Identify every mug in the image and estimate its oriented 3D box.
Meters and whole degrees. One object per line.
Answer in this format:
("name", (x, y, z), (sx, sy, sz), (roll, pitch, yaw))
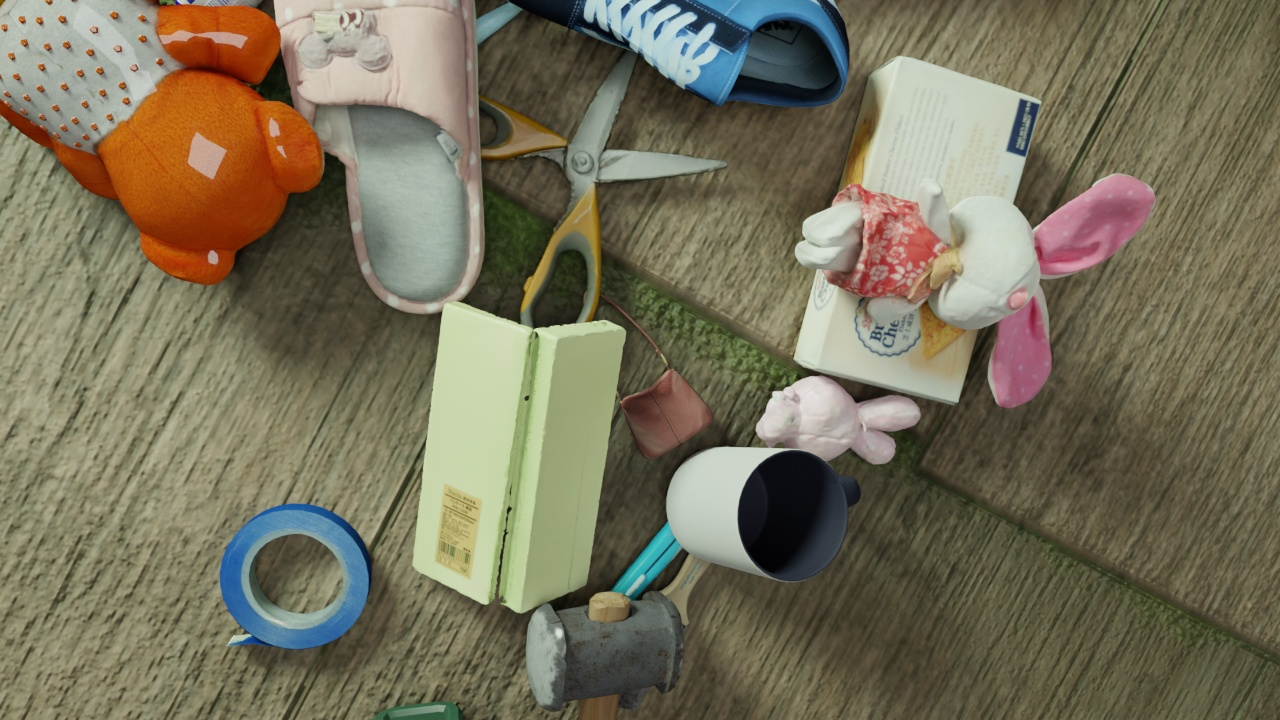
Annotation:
("mug", (0.087, 0.093, 0.594), (0.111, 0.097, 0.078), (-10, 90, -24))

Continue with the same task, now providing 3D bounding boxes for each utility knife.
("utility knife", (-0.013, 0.165, 0.635), (0.022, 0.015, 0.162), (39, 92, -20))

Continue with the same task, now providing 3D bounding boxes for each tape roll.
("tape roll", (-0.223, 0.140, 0.597), (0.091, 0.016, 0.093), (1, 96, -9))

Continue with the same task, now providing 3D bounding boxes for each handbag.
("handbag", (-0.004, 0.004, 0.614), (0.055, 0.029, 0.119), (-32, 95, -2))

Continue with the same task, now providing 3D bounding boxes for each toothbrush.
("toothbrush", (-0.089, -0.217, 0.578), (0.155, 0.016, 0.022), (-35, 92, -4))

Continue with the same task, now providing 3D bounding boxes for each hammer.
("hammer", (-0.035, 0.308, 0.618), (0.098, 0.052, 0.329), (0, 105, -25))

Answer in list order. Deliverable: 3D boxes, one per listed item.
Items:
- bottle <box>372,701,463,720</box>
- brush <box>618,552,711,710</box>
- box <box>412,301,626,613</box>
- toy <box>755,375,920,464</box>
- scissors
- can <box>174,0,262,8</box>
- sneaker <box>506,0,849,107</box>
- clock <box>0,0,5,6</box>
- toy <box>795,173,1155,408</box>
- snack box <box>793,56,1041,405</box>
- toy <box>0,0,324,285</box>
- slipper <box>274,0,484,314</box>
("bottle", (-0.144, 0.301, 0.604), (0.061, 0.061, 0.131), (-3, 97, -11))
("brush", (0.016, 0.178, 0.640), (0.039, 0.012, 0.151), (30, 91, -12))
("box", (-0.076, 0.064, 0.575), (0.127, 0.066, 0.188), (9, 106, -8))
("toy", (0.132, 0.042, 0.625), (0.110, 0.047, 0.064), (11, 125, -12))
("scissors", (-0.055, -0.109, 0.590), (0.225, 0.016, 0.229), (4, 91, -7))
("can", (-0.234, -0.232, 0.546), (0.032, 0.032, 0.095), (42, 89, -11))
("sneaker", (0.018, -0.206, 0.537), (0.241, 0.098, 0.084), (11, 137, -16))
("clock", (-0.380, -0.267, 0.516), (0.099, 0.043, 0.130), (15, 101, -10))
("toy", (0.187, -0.058, 0.547), (0.194, 0.084, 0.159), (14, 122, -11))
("snack box", (0.182, -0.084, 0.614), (0.104, 0.057, 0.208), (13, 94, -10))
("toy", (-0.268, -0.139, 0.517), (0.164, 0.092, 0.172), (-39, 102, 16))
("slipper", (-0.148, -0.158, 0.531), (0.114, 0.054, 0.274), (-3, 107, 13))
